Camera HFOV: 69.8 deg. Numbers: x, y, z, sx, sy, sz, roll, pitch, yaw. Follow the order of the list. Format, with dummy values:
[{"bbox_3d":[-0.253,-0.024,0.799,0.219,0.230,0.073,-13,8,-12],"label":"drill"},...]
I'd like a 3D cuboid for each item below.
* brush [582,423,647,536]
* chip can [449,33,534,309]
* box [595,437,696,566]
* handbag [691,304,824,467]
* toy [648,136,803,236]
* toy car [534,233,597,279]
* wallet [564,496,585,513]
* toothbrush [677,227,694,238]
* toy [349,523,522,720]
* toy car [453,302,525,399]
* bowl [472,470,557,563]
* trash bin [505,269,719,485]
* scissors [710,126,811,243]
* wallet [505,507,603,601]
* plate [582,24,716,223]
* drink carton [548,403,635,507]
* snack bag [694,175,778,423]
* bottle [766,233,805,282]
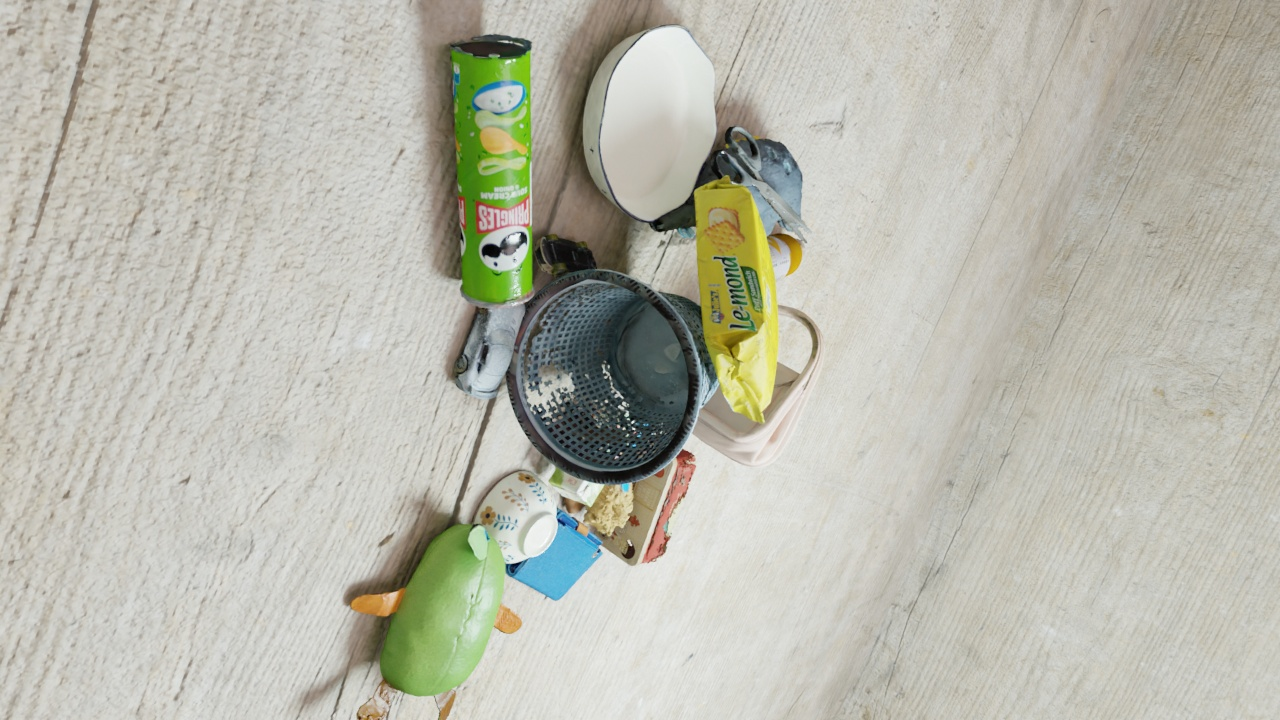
[{"bbox_3d":[-0.012,0.115,1.191,0.083,0.046,0.255,2,112,-58],"label":"brush"},{"bbox_3d":[-0.132,-0.167,0.833,0.072,0.072,0.236,-28,133,-43],"label":"chip can"},{"bbox_3d":[0.014,0.194,1.277,0.079,0.091,0.168,3,110,-52],"label":"box"},{"bbox_3d":[0.148,0.012,1.236,0.233,0.193,0.093,-48,147,-17],"label":"handbag"},{"bbox_3d":[0.136,-0.214,1.168,0.355,0.091,0.138,-16,134,-51],"label":"toy"},{"bbox_3d":[-0.081,-0.105,0.977,0.035,0.042,0.090,-27,162,28],"label":"toy car"},{"bbox_3d":[-0.061,0.131,1.195,0.115,0.020,0.101,-40,140,-37],"label":"wallet"},{"bbox_3d":[0.024,-0.191,1.089,0.016,0.018,0.191,-61,148,-7],"label":"toothbrush"},{"bbox_3d":[-0.220,0.290,1.016,0.226,0.090,0.246,23,89,-47],"label":"toy"},{"bbox_3d":[-0.152,-0.019,0.945,0.054,0.037,0.121,10,101,-56],"label":"toy car"},{"bbox_3d":[-0.139,0.194,1.089,0.113,0.062,0.114,-33,135,-40],"label":"bowl"},{"bbox_3d":[-0.006,0.006,1.031,0.194,0.227,0.227,-20,129,-64],"label":"trash bin"},{"bbox_3d":[0.144,-0.197,1.092,0.145,0.014,0.172,-22,103,-34],"label":"scissors"},{"bbox_3d":[-0.110,0.254,1.195,0.106,0.040,0.133,-49,146,-7],"label":"wallet"},{"bbox_3d":[0.010,-0.253,0.984,0.204,0.046,0.205,-31,131,-44],"label":"plate"},{"bbox_3d":[-0.056,0.116,1.126,0.122,0.054,0.045,-59,139,-22],"label":"drink carton"},{"bbox_3d":[0.111,-0.071,1.021,0.158,0.068,0.246,58,27,-57],"label":"snack bag"},{"bbox_3d":[0.179,-0.141,1.292,0.189,0.068,0.068,-24,131,-53],"label":"bottle"}]
